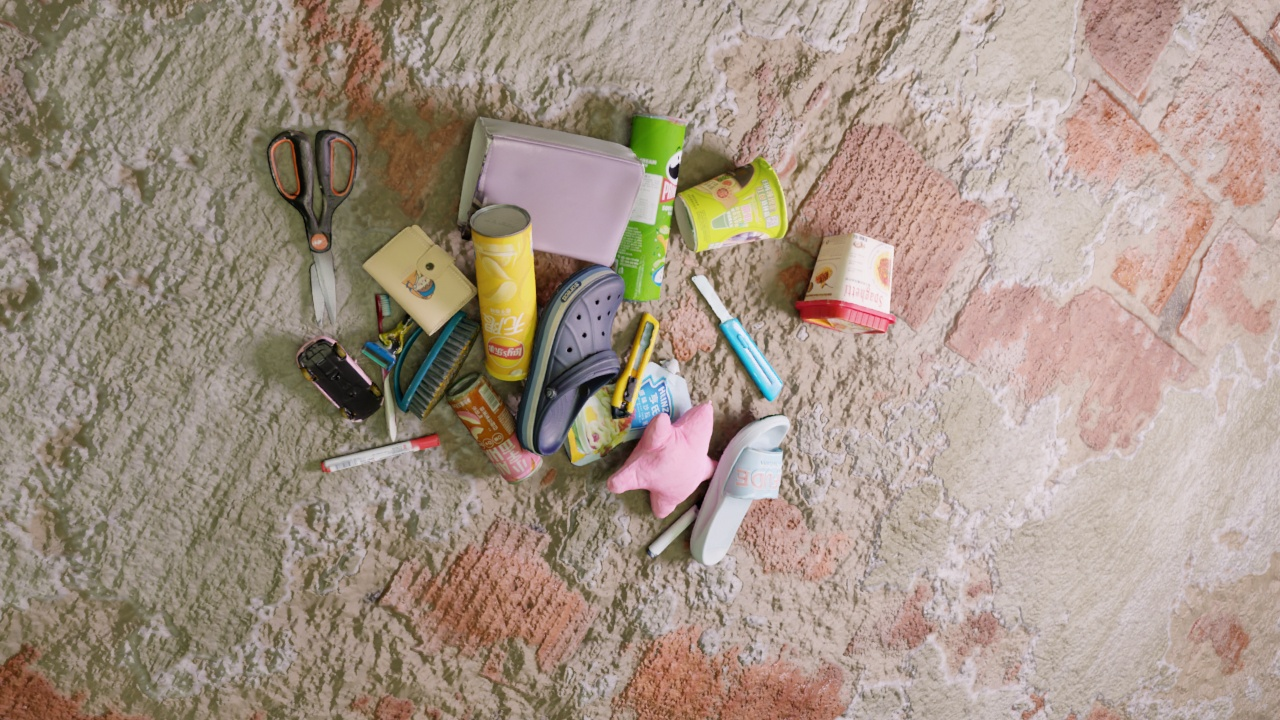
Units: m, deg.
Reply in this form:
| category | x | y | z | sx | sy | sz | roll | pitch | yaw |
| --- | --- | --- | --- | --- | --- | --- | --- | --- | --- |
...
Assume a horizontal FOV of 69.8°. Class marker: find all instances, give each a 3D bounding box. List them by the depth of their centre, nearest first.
| category | x | y | z | sx | sy | sz | roll | pitch | yaw |
| --- | --- | --- | --- | --- | --- | --- | --- | --- | --- |
| marker | -0.324 | 0.116 | 1.149 | 0.145 | 0.017 | 0.017 | -13 | 107 | -18 |
| marker | 0.061 | 0.239 | 1.332 | 0.130 | 0.018 | 0.022 | -42 | 123 | -8 |

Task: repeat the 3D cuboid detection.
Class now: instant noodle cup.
| category | x | y | z | sx | sy | sz | roll | pitch | yaw |
| --- | --- | --- | --- | --- | --- | --- | --- | --- | --- |
| instant noodle cup | 0.113 | -0.196 | 1.201 | 0.123 | 0.111 | 0.112 | -18 | 109 | -10 |
| instant noodle cup | 0.296 | -0.108 | 1.295 | 0.116 | 0.117 | 0.124 | 14 | 85 | -24 |

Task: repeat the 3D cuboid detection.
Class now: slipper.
| category | x | y | z | sx | sy | sz | roll | pitch | yaw |
| --- | --- | --- | --- | --- | --- | --- | --- | --- | --- |
| slipper | -0.079 | 0.006 | 1.132 | 0.105 | 0.095 | 0.253 | 3 | 110 | -66 |
| slipper | 0.149 | 0.189 | 1.307 | 0.104 | 0.074 | 0.245 | 14 | 102 | -54 |

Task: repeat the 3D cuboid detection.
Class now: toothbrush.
| category | x | y | z | sx | sy | sz | roll | pitch | yaw |
| --- | --- | --- | --- | --- | --- | --- | --- | --- | --- |
| toothbrush | -0.310 | 0.010 | 1.130 | 0.017 | 0.016 | 0.188 | -10 | 106 | -30 |

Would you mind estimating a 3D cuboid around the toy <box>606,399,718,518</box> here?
| category | x | y | z | sx | sy | sz | roll | pitch | yaw |
| --- | --- | --- | --- | --- | --- | --- | --- | --- | --- |
| toy | 0.051 | 0.133 | 1.262 | 0.178 | 0.074 | 0.194 | -53 | 139 | 1 |

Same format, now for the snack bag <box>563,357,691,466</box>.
| category | x | y | z | sx | sy | sz | roll | pitch | yaw |
| --- | --- | --- | --- | --- | --- | --- | --- | --- | --- |
| snack bag | -0.019 | 0.068 | 1.249 | 0.190 | 0.039 | 0.110 | -19 | 103 | -20 |

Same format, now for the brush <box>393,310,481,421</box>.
| category | x | y | z | sx | sy | sz | roll | pitch | yaw |
| --- | --- | --- | --- | --- | --- | --- | --- | --- | --- |
| brush | -0.258 | -0.001 | 1.128 | 0.073 | 0.055 | 0.144 | 32 | 89 | -2 |

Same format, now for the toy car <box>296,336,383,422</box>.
| category | x | y | z | sx | sy | sz | roll | pitch | yaw |
| --- | --- | --- | --- | --- | --- | --- | --- | --- | --- |
| toy car | -0.361 | 0.022 | 1.102 | 0.056 | 0.037 | 0.122 | -37 | 126 | -6 |

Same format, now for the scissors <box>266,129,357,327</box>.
| category | x | y | z | sx | sy | sz | roll | pitch | yaw |
| --- | --- | --- | --- | --- | --- | --- | --- | --- | --- |
| scissors | -0.359 | -0.154 | 1.065 | 0.152 | 0.022 | 0.235 | -28 | 111 | -14 |

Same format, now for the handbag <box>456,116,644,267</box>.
| category | x | y | z | sx | sy | sz | roll | pitch | yaw |
| --- | --- | --- | --- | --- | --- | --- | --- | --- | --- |
| handbag | -0.112 | -0.202 | 1.110 | 0.196 | 0.098 | 0.145 | 6 | 116 | -24 |

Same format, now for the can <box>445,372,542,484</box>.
| category | x | y | z | sx | sy | sz | roll | pitch | yaw |
| --- | --- | --- | --- | --- | --- | --- | --- | --- | --- |
| can | -0.186 | 0.087 | 1.174 | 0.058 | 0.058 | 0.147 | -36 | 113 | -10 |

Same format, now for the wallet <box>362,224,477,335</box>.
| category | x | y | z | sx | sy | sz | roll | pitch | yaw |
| --- | --- | --- | --- | --- | --- | --- | --- | --- | --- |
| wallet | -0.260 | -0.100 | 1.098 | 0.115 | 0.024 | 0.087 | 46 | 76 | -1 |

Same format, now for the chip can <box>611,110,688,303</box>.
| category | x | y | z | sx | sy | sz | roll | pitch | yaw |
| --- | --- | --- | --- | --- | --- | --- | --- | --- | --- |
| chip can | 0.007 | -0.193 | 1.174 | 0.072 | 0.072 | 0.236 | 4 | 102 | -23 |

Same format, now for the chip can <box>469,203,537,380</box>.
| category | x | y | z | sx | sy | sz | roll | pitch | yaw |
| --- | --- | --- | --- | --- | --- | --- | --- | --- | --- |
| chip can | -0.159 | -0.077 | 1.093 | 0.072 | 0.072 | 0.214 | -15 | 132 | -18 |

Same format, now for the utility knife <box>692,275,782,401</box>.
| category | x | y | z | sx | sy | sz | roll | pitch | yaw |
| --- | --- | --- | --- | --- | --- | --- | --- | --- | --- |
| utility knife | 0.137 | -0.033 | 1.296 | 0.034 | 0.018 | 0.225 | -40 | 112 | -8 |

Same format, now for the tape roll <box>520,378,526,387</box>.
| category | x | y | z | sx | sy | sz | roll | pitch | yaw |
| --- | --- | --- | --- | --- | --- | --- | --- | --- | --- |
| tape roll | -0.117 | 0.011 | 1.207 | 0.085 | 0.014 | 0.086 | -5 | 105 | -20 |

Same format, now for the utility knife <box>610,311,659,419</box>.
| category | x | y | z | sx | sy | sz | roll | pitch | yaw |
| --- | --- | --- | --- | --- | --- | --- | --- | --- | --- |
| utility knife | -0.007 | 0.007 | 1.225 | 0.033 | 0.015 | 0.156 | 22 | 76 | -17 |

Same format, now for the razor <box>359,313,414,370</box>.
| category | x | y | z | sx | sy | sz | roll | pitch | yaw |
| --- | --- | --- | --- | --- | --- | --- | --- | --- | --- |
| razor | -0.280 | -0.054 | 1.115 | 0.042 | 0.022 | 0.142 | 34 | 76 | -1 |
